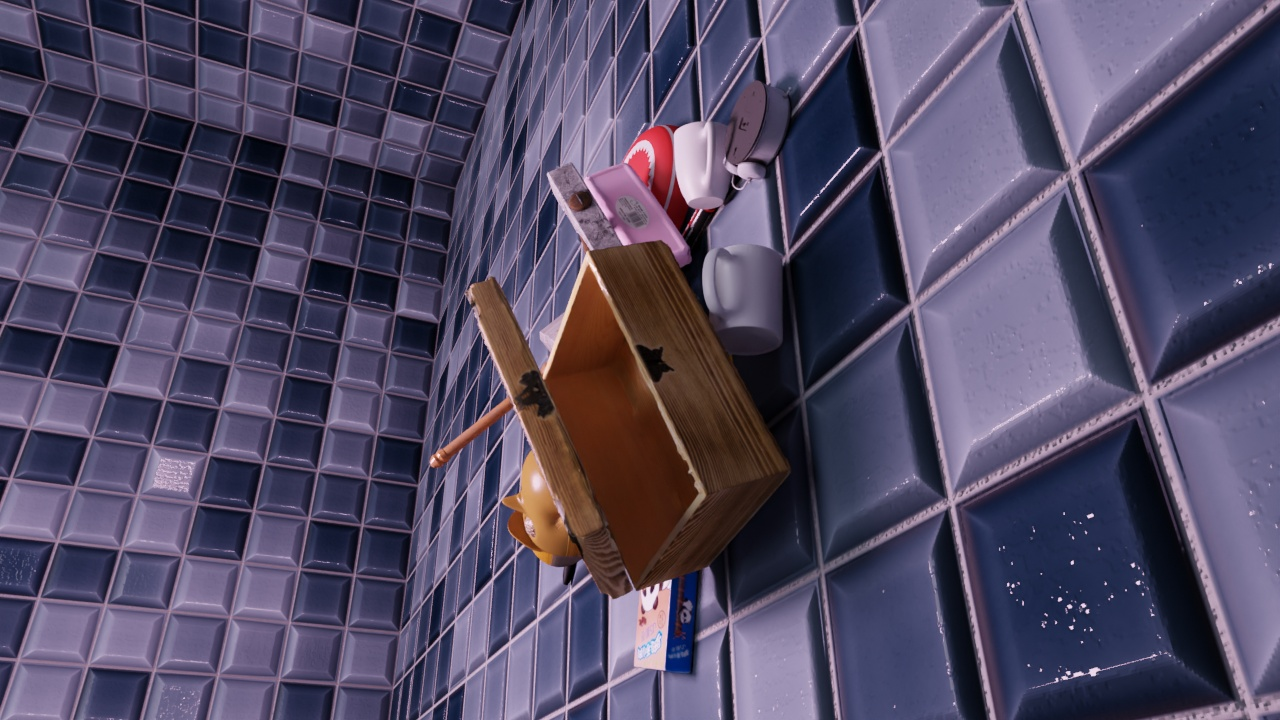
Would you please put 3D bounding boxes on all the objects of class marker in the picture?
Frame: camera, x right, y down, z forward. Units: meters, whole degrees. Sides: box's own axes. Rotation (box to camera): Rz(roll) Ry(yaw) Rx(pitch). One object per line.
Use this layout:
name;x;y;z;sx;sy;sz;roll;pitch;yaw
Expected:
marker;0.059;-0.152;1.193;0.023;0.021;0.145;60;140;29
marker;-0.099;0.274;1.398;0.022;0.016;0.138;38;-116;-86

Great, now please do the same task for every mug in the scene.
mug;0.096;-0.067;0.917;0.074;0.110;0.090;-13;62;35
mug;0.079;-0.238;1.101;0.107;0.071;0.089;109;160;-78

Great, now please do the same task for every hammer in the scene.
hammer;-0.037;-0.093;1.236;0.217;0.037;0.301;60;172;31
hammer;-0.173;0.050;1.315;0.317;0.083;0.163;-39;15;-7

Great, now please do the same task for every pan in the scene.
pan;-0.016;-0.202;1.383;0.357;0.067;0.208;-48;38;49

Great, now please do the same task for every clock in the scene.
clock;0.129;-0.254;1.040;0.094;0.035;0.123;-126;50;-64

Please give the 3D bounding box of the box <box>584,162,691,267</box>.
box;-0.009;-0.163;1.221;0.095;0.088;0.202;87;157;-52

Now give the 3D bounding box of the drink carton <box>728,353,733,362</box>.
drink carton;0.069;0.012;1.016;0.041;0.058;0.122;123;152;-45

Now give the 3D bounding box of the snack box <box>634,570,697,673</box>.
snack box;0.029;0.265;1.018;0.087;0.034;0.151;147;132;-63

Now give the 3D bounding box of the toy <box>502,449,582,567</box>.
toy;-0.112;0.198;1.285;0.198;0.162;0.204;-104;21;-55

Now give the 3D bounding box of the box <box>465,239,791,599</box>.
box;-0.042;0.075;0.916;0.279;0.215;0.258;62;152;25
